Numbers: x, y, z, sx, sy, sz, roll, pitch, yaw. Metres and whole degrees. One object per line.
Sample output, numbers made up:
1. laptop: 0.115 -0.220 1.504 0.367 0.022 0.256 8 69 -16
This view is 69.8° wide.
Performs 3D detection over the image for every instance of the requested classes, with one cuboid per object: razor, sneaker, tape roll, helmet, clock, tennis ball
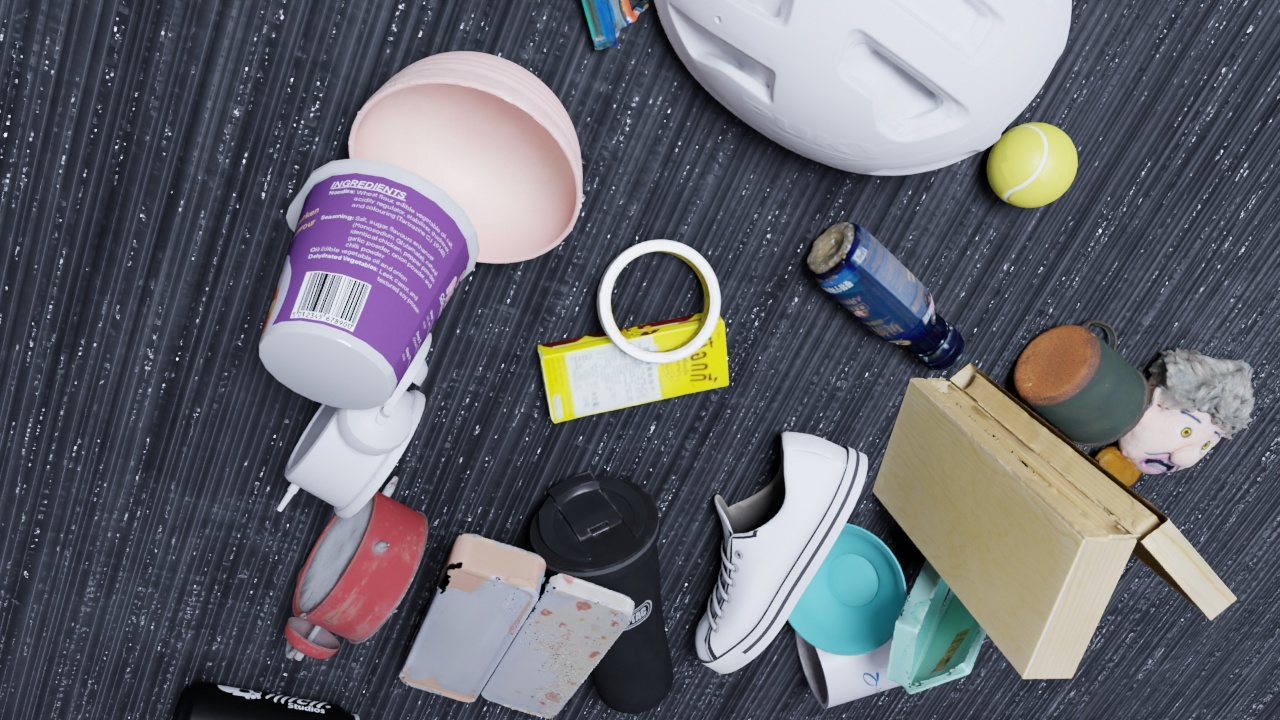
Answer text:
1. razor: 0.027 -0.254 0.623 0.141 0.018 0.044 -22 122 -8
2. sneaker: 0.097 0.166 0.816 0.097 0.091 0.246 27 112 -4
3. tape roll: 0.014 -0.045 0.702 0.094 0.019 0.094 -1 94 -10
4. helmet: 0.145 -0.248 0.600 0.282 0.183 0.224 36 98 -11
5. clock: -0.224 0.174 0.716 0.062 0.109 0.157 35 109 -26
6. tennis ball: 0.306 -0.153 0.718 0.065 0.065 0.065 -6 117 -12
7. clock: -0.193 0.044 0.658 0.061 0.119 0.159 35 113 -21

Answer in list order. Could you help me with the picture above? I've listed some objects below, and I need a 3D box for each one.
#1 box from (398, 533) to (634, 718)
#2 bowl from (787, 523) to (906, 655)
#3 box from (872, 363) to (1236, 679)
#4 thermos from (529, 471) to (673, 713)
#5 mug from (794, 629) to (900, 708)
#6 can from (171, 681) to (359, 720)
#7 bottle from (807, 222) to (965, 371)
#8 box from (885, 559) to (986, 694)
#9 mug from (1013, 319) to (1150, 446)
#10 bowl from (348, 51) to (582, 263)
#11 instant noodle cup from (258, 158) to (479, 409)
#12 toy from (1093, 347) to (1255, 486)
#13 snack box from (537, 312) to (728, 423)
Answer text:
1. box: -0.106 0.229 0.755 0.150 0.043 0.217 18 133 -13
2. bowl: 0.194 0.210 0.863 0.121 0.121 0.046 -58 155 15
3. box: 0.315 0.110 0.746 0.184 0.248 0.142 -15 118 -7
4. thermos: -0.022 0.209 0.795 0.106 0.105 0.219 -16 123 -7
5. mug: 0.213 0.294 0.912 0.096 0.083 0.120 -14 146 -8
6. can: -0.322 0.326 0.779 0.146 0.080 0.080 19 109 -22
7. bottle: 0.204 -0.048 0.748 0.160 0.056 0.056 36 102 -27
8. box: 0.289 0.226 0.830 0.080 0.188 0.077 16 118 26
9. mug: 0.394 0.009 0.818 0.081 0.085 0.110 33 72 -24
10. bowl: -0.104 -0.141 0.597 0.153 0.076 0.153 8 144 6
11. instant noodle cup: -0.186 -0.041 0.587 0.137 0.121 0.122 4 144 12
12. toy: 0.506 0.065 0.875 0.132 0.076 0.176 30 113 -25
13. snack box: -0.004 0.004 0.736 0.149 0.025 0.061 -12 117 -9
